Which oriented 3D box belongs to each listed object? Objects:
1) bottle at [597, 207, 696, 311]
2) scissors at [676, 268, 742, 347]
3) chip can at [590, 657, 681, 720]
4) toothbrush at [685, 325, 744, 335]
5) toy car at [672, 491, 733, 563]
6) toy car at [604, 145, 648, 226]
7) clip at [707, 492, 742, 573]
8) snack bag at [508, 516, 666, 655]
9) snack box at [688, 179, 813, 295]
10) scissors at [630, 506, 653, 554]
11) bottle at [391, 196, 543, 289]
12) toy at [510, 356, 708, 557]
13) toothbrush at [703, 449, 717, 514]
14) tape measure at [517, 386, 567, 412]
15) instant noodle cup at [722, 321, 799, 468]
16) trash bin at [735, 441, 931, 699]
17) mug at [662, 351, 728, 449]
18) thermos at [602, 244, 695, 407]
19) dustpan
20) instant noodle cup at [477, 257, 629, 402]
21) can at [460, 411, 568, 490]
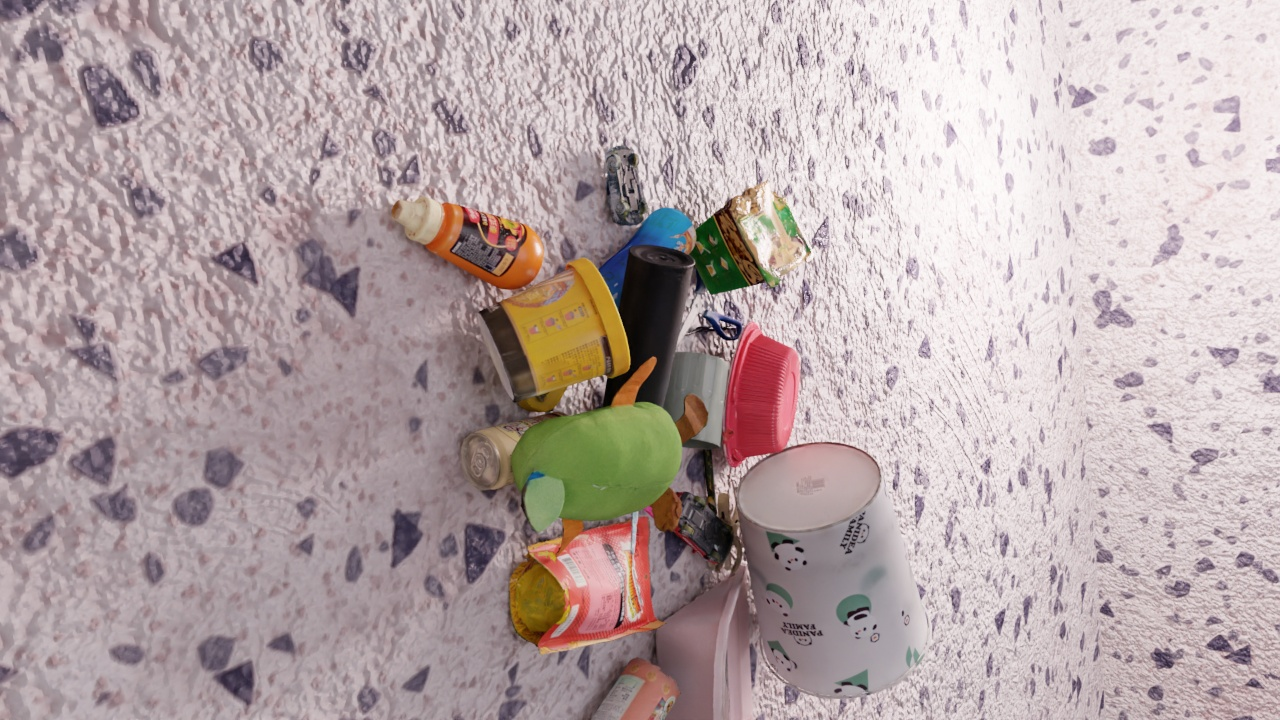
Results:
[{"bbox_3d":[-0.014,-0.090,1.017,0.218,0.065,0.065,-50,126,-37],"label":"bottle"},{"bbox_3d":[0.077,-0.074,1.154,0.175,0.012,0.162,29,61,-40],"label":"scissors"},{"bbox_3d":[-0.040,0.423,0.981,0.214,0.071,0.071,-48,125,-40],"label":"chip can"},{"bbox_3d":[0.088,-0.042,1.181,0.188,0.014,0.016,-6,82,-50],"label":"toothbrush"},{"bbox_3d":[0.071,0.206,1.134,0.120,0.045,0.052,47,58,-33],"label":"toy car"},{"bbox_3d":[-0.020,-0.196,1.034,0.042,0.034,0.090,-19,102,-46],"label":"toy car"},{"bbox_3d":[0.114,0.228,1.199,0.070,0.035,0.099,34,56,-45],"label":"clip"},{"bbox_3d":[-0.046,0.240,0.984,0.207,0.073,0.128,4,74,-55],"label":"snack bag"},{"bbox_3d":[0.126,-0.141,1.133,0.118,0.106,0.117,-33,96,-44],"label":"snack box"},{"bbox_3d":[-0.007,0.153,1.040,0.133,0.017,0.133,4,73,-60],"label":"scissors"},{"bbox_3d":[-0.161,-0.114,0.847,0.149,0.067,0.066,20,75,-42],"label":"bottle"},{"bbox_3d":[-0.028,0.098,0.891,0.246,0.090,0.227,8,108,-49],"label":"toy"},{"bbox_3d":[0.088,0.109,1.175,0.012,0.017,0.186,-12,100,-46],"label":"toothbrush"},{"bbox_3d":[-0.102,0.025,0.939,0.060,0.029,0.057,52,53,-36],"label":"tape measure"},{"bbox_3d":[0.161,0.047,1.181,0.193,0.066,0.194,7,89,-71],"label":"instant noodle cup"},{"bbox_3d":[0.237,0.258,1.178,0.228,0.230,0.252,-43,125,-41],"label":"trash bin"},{"bbox_3d":[0.042,0.044,1.083,0.123,0.084,0.103,15,76,-24],"label":"mug"},{"bbox_3d":[-0.006,0.006,0.960,0.089,0.068,0.243,-16,124,-49],"label":"thermos"},{"bbox_3d":[0.120,0.396,1.120,0.272,0.139,0.222,-10,97,-49],"label":"dustpan"},{"bbox_3d":[-0.085,-0.023,0.873,0.114,0.118,0.118,-23,111,-13],"label":"instant noodle cup"},{"bbox_3d":[-0.115,0.087,0.899,0.116,0.059,0.058,-12,99,-50],"label":"can"}]
